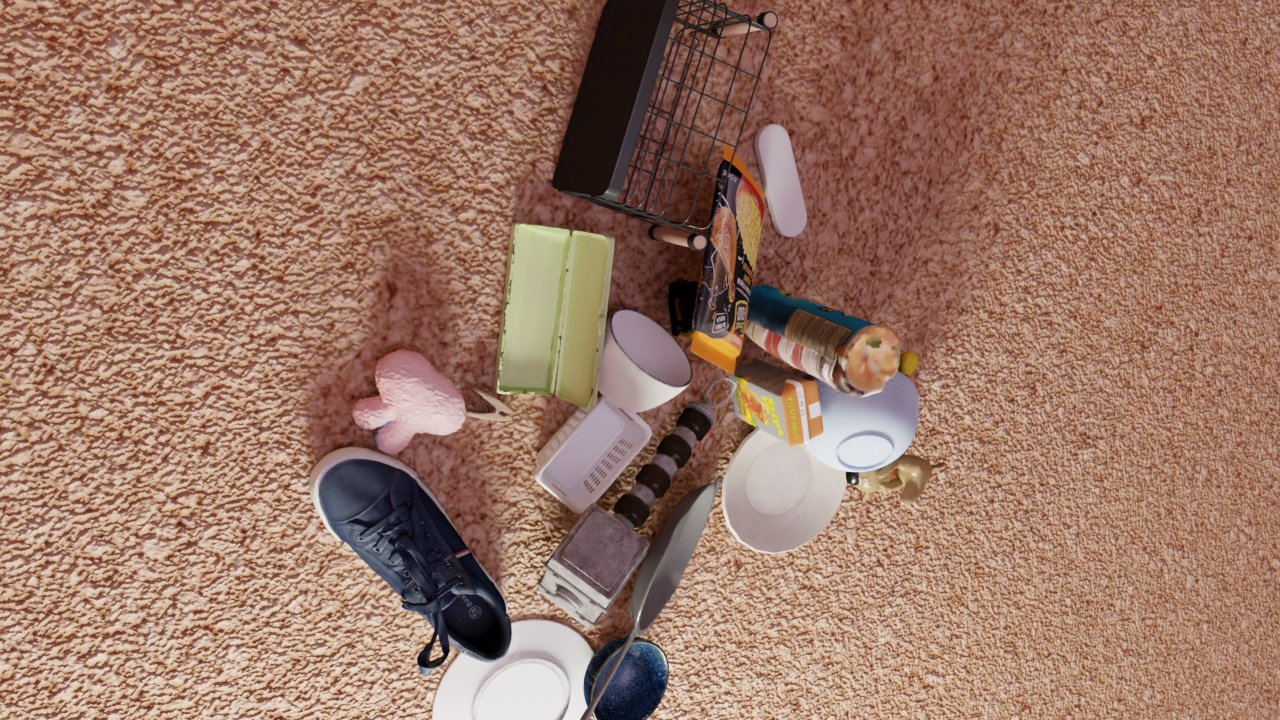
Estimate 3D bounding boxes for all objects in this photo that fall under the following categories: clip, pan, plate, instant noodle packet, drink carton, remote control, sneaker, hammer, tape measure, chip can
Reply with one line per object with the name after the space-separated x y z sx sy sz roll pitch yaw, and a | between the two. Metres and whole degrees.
-0.163 0.044 0.995 0.060 0.024 0.041 10 101 -36 | clip
0.004 0.273 1.042 0.353 0.024 0.217 -57 162 -28 | pan
-0.143 0.410 1.100 0.208 0.015 0.209 -6 106 -23 | plate
0.098 -0.104 1.001 0.159 0.032 0.220 24 75 -66 | instant noodle packet
0.158 0.047 1.083 0.048 0.125 0.076 -19 110 -20 | drink carton
0.182 0.154 1.176 0.188 0.027 0.189 -6 106 -23 | plate
0.166 -0.211 1.084 0.043 0.013 0.136 -24 112 -17 | remote control
-0.230 0.216 0.952 0.120 0.127 0.294 -40 114 -12 | sneaker
0.009 0.145 1.047 0.079 0.177 0.325 35 64 6 | hammer
0.060 -0.059 1.046 0.038 0.063 0.067 -15 107 -21 | tape measure
0.188 -0.026 1.020 0.079 0.229 0.080 -7 108 -22 | chip can

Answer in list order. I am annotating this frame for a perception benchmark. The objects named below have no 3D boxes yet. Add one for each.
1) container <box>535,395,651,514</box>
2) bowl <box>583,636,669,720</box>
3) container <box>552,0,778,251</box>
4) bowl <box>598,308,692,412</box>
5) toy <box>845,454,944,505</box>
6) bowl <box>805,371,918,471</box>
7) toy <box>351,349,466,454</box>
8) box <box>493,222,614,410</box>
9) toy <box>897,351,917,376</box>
-0.059 0.099 1.040 0.129 0.049 0.081 -49 117 -6 | container
-0.028 0.385 1.117 0.114 0.061 0.114 -7 101 -36 | bowl
0.022 -0.248 0.924 0.130 0.163 0.241 14 97 -27 | container
-0.006 0.006 1.010 0.116 0.116 0.066 27 121 -28 | bowl
0.320 0.138 1.185 0.105 0.108 0.134 -19 111 -34 | toy
0.261 0.083 1.092 0.150 0.074 0.151 0 135 0 | bowl
-0.242 0.047 0.945 0.105 0.053 0.108 -38 116 1 | toy
-0.090 -0.049 0.984 0.130 0.064 0.188 9 101 17 | box
0.268 0.018 1.146 0.097 0.099 0.119 0 128 -44 | toy
